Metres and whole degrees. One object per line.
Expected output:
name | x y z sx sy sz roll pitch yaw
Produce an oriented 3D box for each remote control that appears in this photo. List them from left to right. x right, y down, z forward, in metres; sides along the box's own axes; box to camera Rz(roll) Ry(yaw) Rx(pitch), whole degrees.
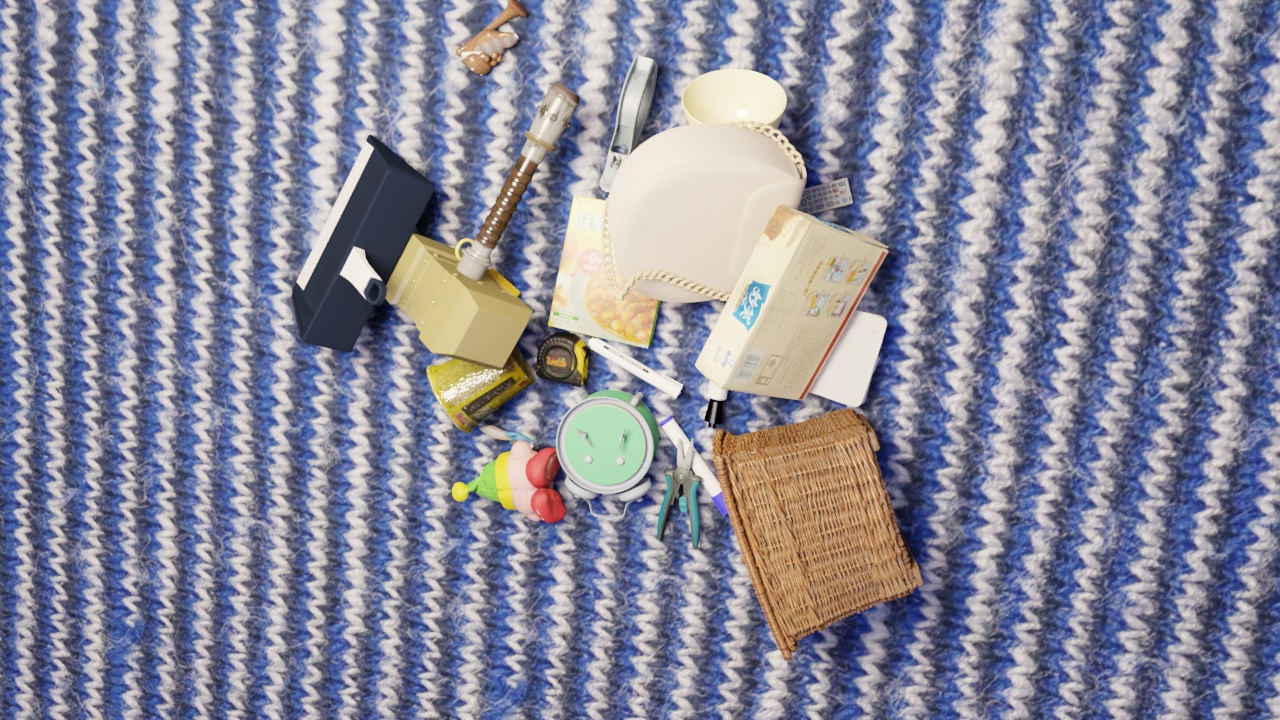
remote control | 0.183 -0.185 1.097 0.137 0.013 0.033 -13 95 12

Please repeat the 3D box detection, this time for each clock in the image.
clock | -0.041 0.121 1.150 0.122 0.075 0.162 2 99 10

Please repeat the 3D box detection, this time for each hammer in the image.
hammer | -0.164 -0.173 1.079 0.190 0.100 0.325 41 106 41

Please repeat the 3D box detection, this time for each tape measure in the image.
tape measure | -0.099 -0.005 1.164 0.067 0.038 0.063 10 108 12

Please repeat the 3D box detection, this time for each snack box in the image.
snack box | -0.034 -0.110 1.140 0.132 0.027 0.168 13 100 7
snack box | 0.171 -0.060 1.037 0.055 0.153 0.208 44 115 42

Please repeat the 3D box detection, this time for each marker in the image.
marker | -0.007 0.007 1.158 0.133 0.017 0.020 30 65 5
marker | 0.072 0.133 1.160 0.020 0.020 0.141 -36 91 13
marker | 0.099 0.022 1.136 0.025 0.025 0.126 11 100 9

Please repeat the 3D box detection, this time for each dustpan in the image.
dustpan | -0.346 -0.131 1.101 0.273 0.080 0.236 39 105 35

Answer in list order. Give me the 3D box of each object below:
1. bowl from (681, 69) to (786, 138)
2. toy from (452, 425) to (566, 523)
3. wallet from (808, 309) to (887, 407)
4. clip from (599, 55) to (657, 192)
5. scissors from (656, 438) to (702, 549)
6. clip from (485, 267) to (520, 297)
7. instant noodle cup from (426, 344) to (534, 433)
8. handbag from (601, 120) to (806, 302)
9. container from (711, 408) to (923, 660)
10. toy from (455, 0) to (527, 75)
bowl | 0.107 -0.272 1.063 0.118 0.117 0.074 8 141 9
toy | -0.168 0.150 1.174 0.132 0.096 0.124 4 109 36
wallet | 0.245 -0.008 1.105 0.086 0.032 0.116 22 103 18
clip | -0.010 -0.277 1.105 0.028 0.108 0.163 18 96 8
scissors | 0.053 0.175 1.162 0.122 0.019 0.149 -31 89 27
clip | -0.187 -0.086 1.179 0.053 0.035 0.046 42 84 1
instant noodle cup | -0.199 0.024 1.160 0.108 0.102 0.102 -30 92 4
handbag | 0.070 -0.154 1.021 0.208 0.103 0.211 -3 140 -11
container | 0.207 0.182 1.075 0.183 0.162 0.250 -19 95 8
toy | -0.182 -0.390 1.122 0.102 0.041 0.054 -30 70 21
